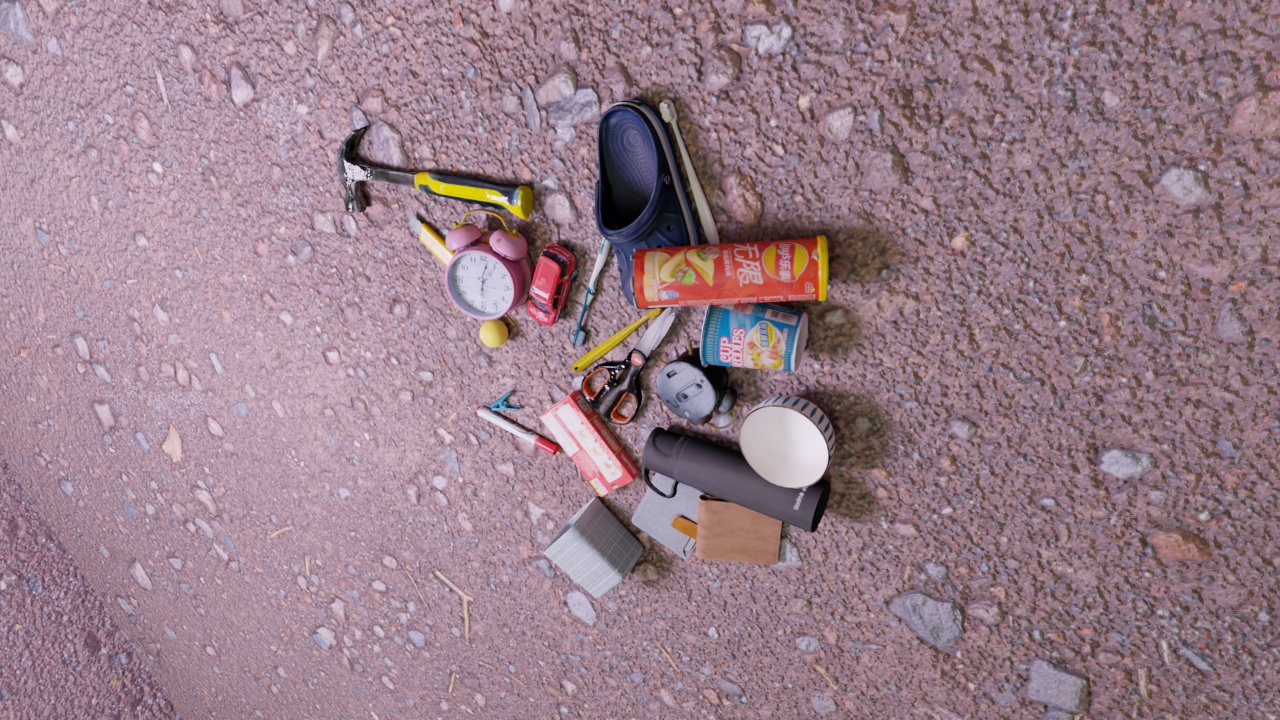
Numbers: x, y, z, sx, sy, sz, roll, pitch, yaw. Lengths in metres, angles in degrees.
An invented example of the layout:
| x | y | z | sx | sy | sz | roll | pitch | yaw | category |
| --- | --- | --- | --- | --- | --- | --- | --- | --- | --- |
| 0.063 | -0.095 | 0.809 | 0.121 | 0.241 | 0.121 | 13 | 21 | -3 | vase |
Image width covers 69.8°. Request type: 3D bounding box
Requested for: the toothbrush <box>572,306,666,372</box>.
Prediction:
| x | y | z | sx | sy | sz | roll | pitch | yaw | category |
| --- | --- | --- | --- | --- | --- | --- | --- | --- | --- |
| -0.032 | -0.028 | 1.223 | 0.191 | 0.016 | 0.015 | -34 | 96 | 39 | toothbrush |

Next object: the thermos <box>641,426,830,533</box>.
| x | y | z | sx | sy | sz | roll | pitch | yaw | category |
| --- | --- | --- | --- | --- | --- | --- | --- | --- | --- |
| 0.118 | 0.162 | 1.198 | 0.243 | 0.068 | 0.090 | 16 | 88 | 24 | thermos |

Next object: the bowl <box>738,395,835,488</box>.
| x | y | z | sx | sy | sz | roll | pitch | yaw | category |
| --- | --- | --- | --- | --- | --- | --- | --- | --- | --- |
| 0.186 | 0.091 | 1.125 | 0.116 | 0.066 | 0.117 | 15 | 123 | 25 | bowl |

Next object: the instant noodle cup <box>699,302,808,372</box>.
| x | y | z | sx | sy | sz | roll | pitch | yaw | category |
| --- | --- | --- | --- | --- | --- | --- | --- | --- | --- |
| 0.136 | -0.031 | 1.076 | 0.110 | 0.099 | 0.099 | 11 | 121 | 18 | instant noodle cup |

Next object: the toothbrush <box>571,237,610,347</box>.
| x | y | z | sx | sy | sz | roll | pitch | yaw | category |
| --- | --- | --- | --- | --- | --- | --- | --- | --- | --- |
| -0.062 | -0.091 | 1.208 | 0.018 | 0.016 | 0.192 | 25 | 127 | 5 | toothbrush |

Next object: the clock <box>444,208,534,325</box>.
| x | y | z | sx | sy | sz | roll | pitch | yaw | category |
| --- | --- | --- | --- | --- | --- | --- | --- | --- | --- |
| -0.206 | -0.128 | 1.233 | 0.117 | 0.059 | 0.159 | 11 | 117 | 12 | clock |

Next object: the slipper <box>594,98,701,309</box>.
| x | y | z | sx | sy | sz | roll | pitch | yaw | category |
| --- | --- | --- | --- | --- | --- | --- | --- | --- | --- |
| 0.001 | -0.174 | 1.075 | 0.105 | 0.095 | 0.253 | 4 | 114 | 33 | slipper |

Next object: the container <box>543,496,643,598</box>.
| x | y | z | sx | sy | sz | roll | pitch | yaw | category |
| --- | --- | --- | --- | --- | --- | --- | --- | --- | --- |
| -0.067 | 0.283 | 1.374 | 0.111 | 0.089 | 0.090 | 43 | 130 | 0 | container |

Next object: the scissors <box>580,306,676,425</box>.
| x | y | z | sx | sy | sz | roll | pitch | yaw | category |
| --- | --- | --- | --- | --- | --- | --- | --- | --- | --- |
| -0.021 | -0.004 | 1.218 | 0.139 | 0.021 | 0.236 | 26 | 130 | 20 | scissors |

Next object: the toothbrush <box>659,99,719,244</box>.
| x | y | z | sx | sy | sz | roll | pitch | yaw | category |
| --- | --- | --- | --- | --- | --- | --- | --- | --- | --- |
| 0.058 | -0.214 | 1.064 | 0.016 | 0.016 | 0.180 | -8 | 111 | 37 | toothbrush |

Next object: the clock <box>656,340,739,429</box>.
| x | y | z | sx | sy | sz | roll | pitch | yaw | category |
| --- | --- | --- | --- | --- | --- | --- | --- | --- | --- |
| 0.075 | 0.038 | 1.171 | 0.082 | 0.055 | 0.122 | -33 | 97 | 39 | clock |

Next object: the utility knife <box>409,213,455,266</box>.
| x | y | z | sx | sy | sz | roll | pitch | yaw | category |
| --- | --- | --- | --- | --- | --- | --- | --- | --- | --- |
| -0.265 | -0.146 | 1.302 | 0.176 | 0.015 | 0.033 | 43 | 122 | 4 | utility knife |

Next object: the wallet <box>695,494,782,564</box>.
| x | y | z | sx | sy | sz | roll | pitch | yaw | category |
| --- | --- | --- | --- | --- | --- | --- | --- | --- | --- |
| 0.134 | 0.232 | 1.250 | 0.115 | 0.020 | 0.101 | 6 | 119 | 7 | wallet |

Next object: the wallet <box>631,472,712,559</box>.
| x | y | z | sx | sy | sz | roll | pitch | yaw | category |
| --- | --- | --- | --- | --- | --- | --- | --- | --- | --- |
| 0.051 | 0.215 | 1.296 | 0.106 | 0.036 | 0.130 | 34 | 129 | 12 | wallet |

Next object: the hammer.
| x | y | z | sx | sy | sz | roll | pitch | yaw | category |
| --- | --- | --- | --- | --- | --- | --- | --- | --- | --- |
| -0.287 | -0.243 | 1.250 | 0.324 | 0.031 | 0.126 | 14 | 123 | 25 | hammer |

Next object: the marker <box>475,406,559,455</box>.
| x | y | z | sx | sy | sz | roll | pitch | yaw | category |
| --- | --- | --- | --- | --- | --- | --- | --- | --- | --- |
| -0.188 | 0.106 | 1.394 | 0.145 | 0.017 | 0.017 | 26 | 126 | 17 | marker |

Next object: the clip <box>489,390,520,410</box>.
| x | y | z | sx | sy | sz | roll | pitch | yaw | category |
| --- | --- | --- | --- | --- | --- | --- | --- | --- | --- |
| -0.206 | 0.065 | 1.385 | 0.055 | 0.013 | 0.034 | -13 | 108 | 34 | clip |

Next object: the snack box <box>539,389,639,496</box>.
| x | y | z | sx | sy | sz | roll | pitch | yaw | category |
| --- | --- | --- | --- | --- | --- | --- | --- | --- | --- |
| -0.074 | 0.121 | 1.326 | 0.075 | 0.025 | 0.153 | -34 | 96 | 38 | snack box |

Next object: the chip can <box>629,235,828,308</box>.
| x | y | z | sx | sy | sz | roll | pitch | yaw | category |
| --- | --- | --- | --- | --- | --- | --- | --- | --- | --- |
| 0.099 | -0.096 | 1.024 | 0.217 | 0.073 | 0.073 | -3 | 116 | 9 | chip can |

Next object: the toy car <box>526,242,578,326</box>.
| x | y | z | sx | sy | sz | roll | pitch | yaw | category |
| --- | --- | --- | --- | --- | --- | --- | --- | --- | --- |
| -0.122 | -0.098 | 1.223 | 0.053 | 0.045 | 0.121 | 31 | 130 | 15 | toy car |

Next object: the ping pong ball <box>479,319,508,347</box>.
| x | y | z | sx | sy | sz | roll | pitch | yaw | category |
| --- | --- | --- | --- | --- | --- | --- | --- | --- | --- |
| -0.209 | -0.039 | 1.310 | 0.040 | 0.040 | 0.040 | 15 | 122 | 24 | ping pong ball |
